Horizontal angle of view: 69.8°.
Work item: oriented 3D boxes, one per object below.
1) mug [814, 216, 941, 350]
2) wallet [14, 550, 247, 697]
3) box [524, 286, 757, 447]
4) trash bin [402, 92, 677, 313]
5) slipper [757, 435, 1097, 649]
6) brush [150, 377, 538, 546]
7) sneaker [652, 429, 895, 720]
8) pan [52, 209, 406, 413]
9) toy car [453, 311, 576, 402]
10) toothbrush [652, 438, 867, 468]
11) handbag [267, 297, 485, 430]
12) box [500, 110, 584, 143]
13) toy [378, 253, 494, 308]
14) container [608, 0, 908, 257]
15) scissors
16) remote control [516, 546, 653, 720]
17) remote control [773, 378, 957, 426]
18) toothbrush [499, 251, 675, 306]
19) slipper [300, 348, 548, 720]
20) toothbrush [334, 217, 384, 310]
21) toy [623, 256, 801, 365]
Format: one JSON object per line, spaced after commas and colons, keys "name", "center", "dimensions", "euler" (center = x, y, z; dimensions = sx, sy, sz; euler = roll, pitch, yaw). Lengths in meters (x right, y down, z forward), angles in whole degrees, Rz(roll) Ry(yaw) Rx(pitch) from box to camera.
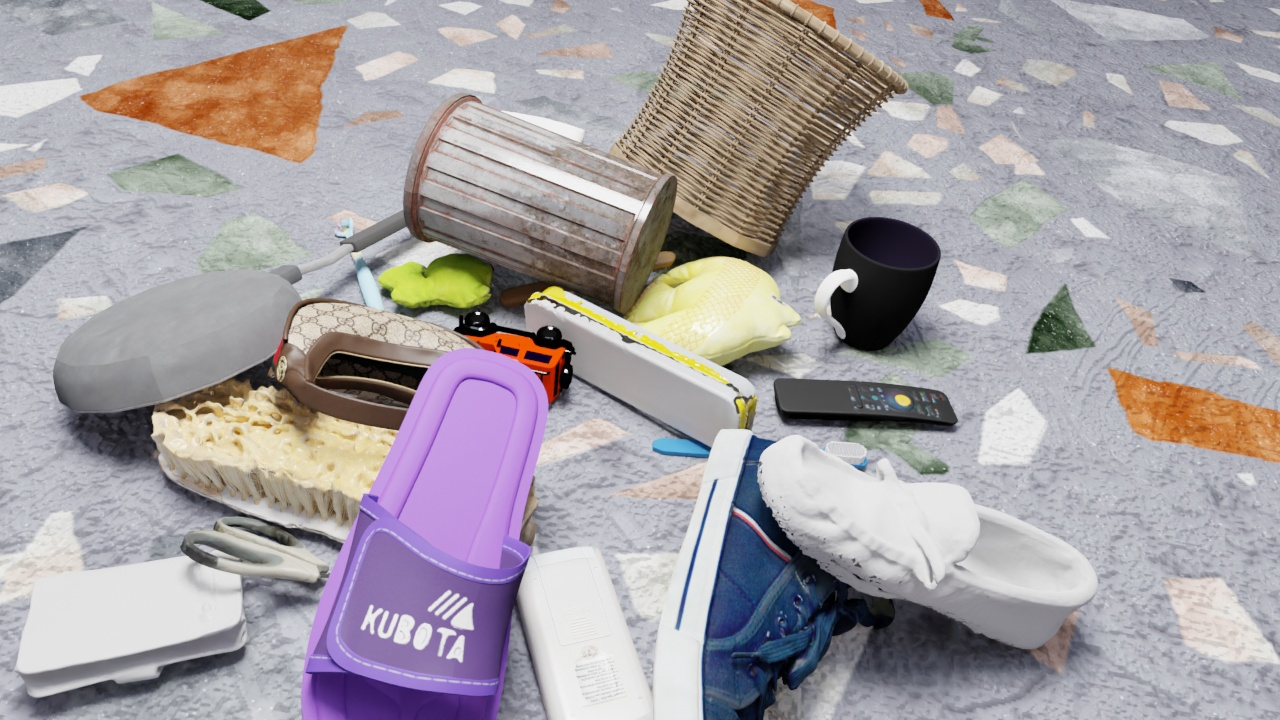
{"name": "mug", "center": [0.195, -0.057, 0.802], "dimensions": [0.118, 0.100, 0.085], "euler": [-21, 48, -30]}
{"name": "wallet", "center": [-0.292, 0.150, 0.536], "dimensions": [0.116, 0.032, 0.086], "euler": [-7, 32, -18]}
{"name": "box", "center": [-0.004, 0.004, 0.719], "dimensions": [0.209, 0.064, 0.033], "euler": [28, 47, 26]}
{"name": "trash bin", "center": [-0.089, -0.134, 0.774], "dimensions": [0.211, 0.131, 0.130], "euler": [22, 42, 8]}
{"name": "slipper", "center": [0.177, 0.108, 0.557], "dimensions": [0.246, 0.075, 0.112], "euler": [25, 21, -19]}
{"name": "brush", "center": [-0.198, 0.076, 0.615], "dimensions": [0.271, 0.057, 0.083], "euler": [15, 40, 9]}
{"name": "sneaker", "center": [0.083, 0.154, 0.536], "dimensions": [0.127, 0.121, 0.293], "euler": [5, 36, 16]}
{"name": "pan", "center": [-0.294, -0.065, 0.736], "dimensions": [0.179, 0.041, 0.356], "euler": [4, 30, 32]}
{"name": "toy car", "center": [-0.102, 0.000, 0.725], "dimensions": [0.100, 0.051, 0.048], "euler": [12, 38, 4]}
{"name": "toothbrush", "center": [0.093, 0.068, 0.705], "dimensions": [0.166, 0.014, 0.016], "euler": [4, 40, -3]}
{"name": "handbag", "center": [-0.167, 0.015, 0.638], "dimensions": [0.166, 0.063, 0.138], "euler": [16, 19, -29]}
{"name": "box", "center": [-0.073, -0.162, 0.880], "dimensions": [0.190, 0.111, 0.083], "euler": [24, 44, 13]}
{"name": "toy", "center": [-0.177, -0.069, 0.807], "dimensions": [0.093, 0.036, 0.094], "euler": [-26, 44, -27]}
{"name": "container", "center": [0.098, -0.232, 0.865], "dimensions": [0.227, 0.196, 0.226], "euler": [28, 19, -11]}
{"name": "scissors", "center": [-0.198, 0.133, 0.556], "dimensions": [0.170, 0.012, 0.131], "euler": [24, 5, 29]}
{"name": "remote control", "center": [-0.035, 0.173, 0.553], "dimensions": [0.060, 0.025, 0.138], "euler": [-8, 45, -18]}
{"name": "remote control", "center": [0.184, 0.036, 0.754], "dimensions": [0.152, 0.020, 0.041], "euler": [3, 40, -7]}
{"name": "toothbrush", "center": [-0.047, -0.074, 0.835], "dimensions": [0.166, 0.016, 0.016], "euler": [-15, 65, -13]}
{"name": "slipper", "center": [-0.107, 0.103, 0.500], "dimensions": [0.107, 0.084, 0.265], "euler": [18, 60, -12]}
{"name": "toothbrush", "center": [-0.252, -0.083, 0.825], "dimensions": [0.022, 0.016, 0.155], "euler": [-38, 48, 4]}
{"name": "toy", "center": [0.061, -0.043, 0.796], "dimensions": [0.155, 0.065, 0.170], "euler": [9, 35, 25]}
